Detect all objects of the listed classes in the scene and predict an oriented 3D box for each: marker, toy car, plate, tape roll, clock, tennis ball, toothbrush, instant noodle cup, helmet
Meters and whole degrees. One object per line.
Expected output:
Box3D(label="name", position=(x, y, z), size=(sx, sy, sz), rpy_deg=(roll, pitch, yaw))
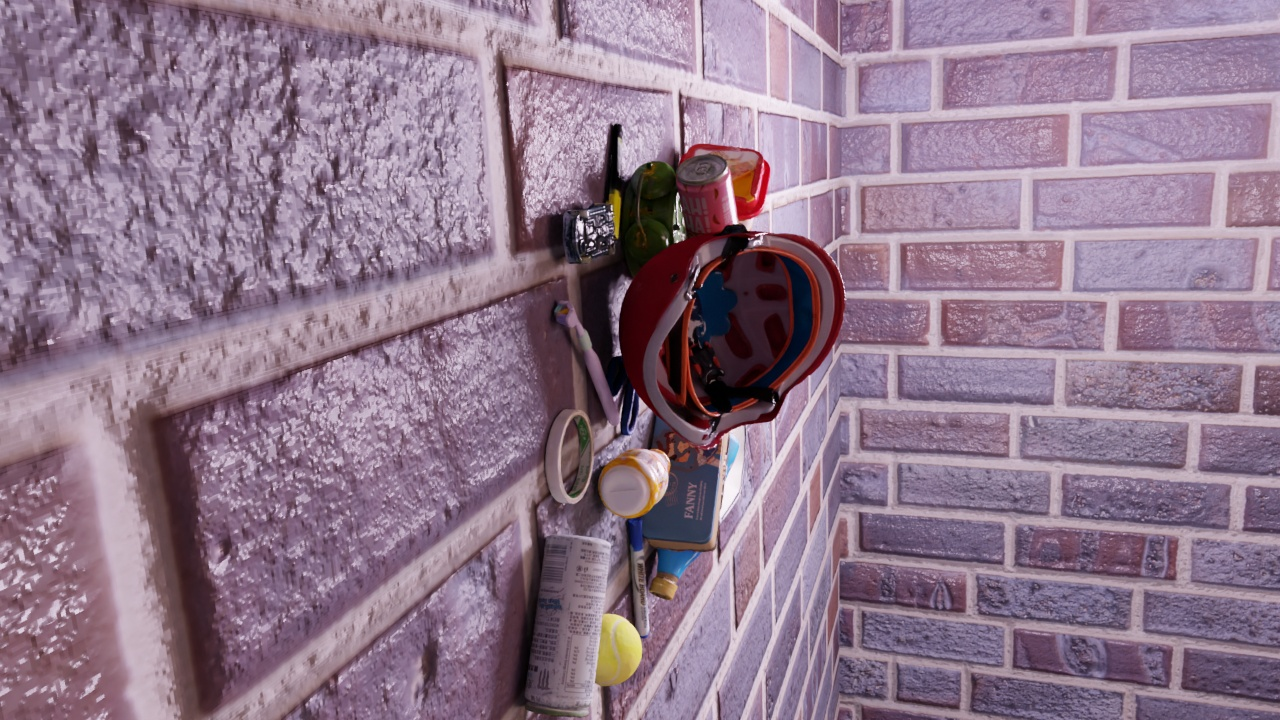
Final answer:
Box3D(label="marker", position=(-0.002, 0.247, 1.035), size=(0.016, 0.017, 0.146), rpy_deg=(-40, 129, -66))
Box3D(label="toy car", position=(-0.049, -0.117, 0.837), size=(0.105, 0.031, 0.049), rpy_deg=(-39, 128, -68))
Box3D(label="plate", position=(0.111, 0.144, 1.335), size=(0.265, 0.034, 0.162), rpy_deg=(-30, 120, -69))
Box3D(label="tape roll", position=(-0.064, 0.088, 0.840), size=(0.085, 0.014, 0.086), rpy_deg=(2, 89, -72))
Box3D(label="clock", position=(0.019, -0.150, 0.998), size=(0.161, 0.056, 0.116), rpy_deg=(32, 60, -69))
Box3D(label="tennis ball", position=(-0.031, 0.275, 0.872), size=(0.065, 0.065, 0.065), rpy_deg=(2, 89, -71))
Box3D(label="toothbrush", position=(-0.046, 0.010, 0.878), size=(0.189, 0.021, 0.029), rpy_deg=(69, -4, -51))
Box3D(label="instant noodle cup", position=(0.101, -0.195, 1.172), size=(0.124, 0.117, 0.116), rpy_deg=(86, 16, -53))
Box3D(label="marker", position=(-0.027, -0.182, 0.929), size=(0.018, 0.015, 0.124), rpy_deg=(36, 55, -69))
Box3D(label="helmet", position=(0.078, -0.041, 0.946), size=(0.239, 0.144, 0.207), rpy_deg=(-26, 119, -24))

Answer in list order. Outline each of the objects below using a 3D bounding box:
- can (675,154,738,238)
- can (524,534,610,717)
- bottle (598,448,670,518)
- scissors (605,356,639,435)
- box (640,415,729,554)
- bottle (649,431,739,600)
Box3D(label="can", position=(0.077, -0.145, 0.991), size=(0.057, 0.058, 0.147), rpy_deg=(-70, 154, -43))
Box3D(label="can", position=(-0.062, 0.225, 0.787), size=(0.058, 0.058, 0.146), rpy_deg=(42, 52, -66))
Box3D(label="bottle", position=(-0.001, 0.122, 0.954), size=(0.108, 0.063, 0.063), rpy_deg=(-26, 116, -70))
Box3D(label="scissors", position=(-0.010, 0.000, 0.996), size=(0.160, 0.012, 0.163), rpy_deg=(14, 77, -71))
Box3D(label="box", position=(0.053, 0.143, 1.076), size=(0.061, 0.090, 0.184), rpy_deg=(69, 25, -57))
Box3D(label="bottle", position=(0.060, 0.185, 1.124), size=(0.065, 0.065, 0.218), rpy_deg=(63, 44, -55))
